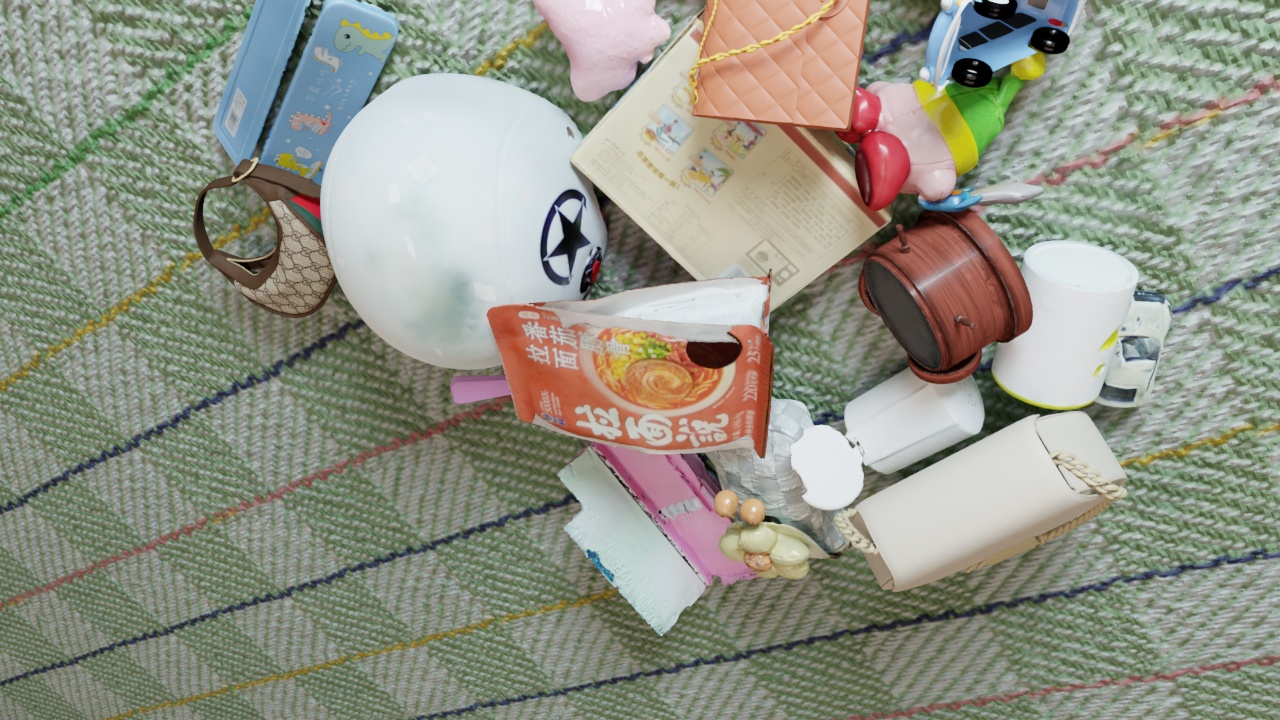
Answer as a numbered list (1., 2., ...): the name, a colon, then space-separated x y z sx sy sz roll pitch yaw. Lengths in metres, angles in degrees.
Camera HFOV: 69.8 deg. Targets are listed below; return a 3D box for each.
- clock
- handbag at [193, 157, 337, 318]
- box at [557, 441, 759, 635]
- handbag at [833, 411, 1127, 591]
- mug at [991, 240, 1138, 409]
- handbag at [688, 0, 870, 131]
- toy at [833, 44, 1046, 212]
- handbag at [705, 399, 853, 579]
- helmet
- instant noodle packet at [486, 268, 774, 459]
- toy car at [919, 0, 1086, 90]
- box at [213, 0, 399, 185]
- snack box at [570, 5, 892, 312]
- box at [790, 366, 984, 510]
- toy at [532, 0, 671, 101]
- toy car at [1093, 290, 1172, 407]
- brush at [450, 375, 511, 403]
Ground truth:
1. clock: 0.226 -0.047 0.702 0.072 0.158 0.120 -31 74 -2
2. handbag: -0.341 -0.115 0.848 0.138 0.063 0.167 27 140 -20
3. box: 0.018 0.165 0.956 0.159 0.066 0.230 -34 111 9
4. handbag: 0.280 0.113 0.759 0.211 0.208 0.103 -33 66 21
5. mug: 0.325 -0.028 0.708 0.082 0.082 0.106 8 126 12
6. handbag: 0.095 -0.244 0.599 0.109 0.060 0.172 10 102 14
7. toy: 0.212 -0.162 0.639 0.131 0.124 0.097 -11 151 -9
8. handbag: 0.118 0.123 0.857 0.113 0.123 0.171 0 125 36
9. helmet: -0.158 -0.091 0.765 0.237 0.163 0.264 11 128 11
10. instant noodle packet: -0.004 0.004 0.753 0.221 0.083 0.165 2 144 5
11. toy car: 0.228 -0.217 0.575 0.055 0.153 0.056 43 146 32
12. box: -0.293 -0.234 0.776 0.120 0.049 0.210 37 128 -9
13. snack box: 0.071 -0.146 0.720 0.207 0.055 0.154 41 126 -13
14. box: 0.208 0.060 0.776 0.137 0.143 0.083 -36 86 36
15. toy: -0.027 -0.247 0.679 0.093 0.050 0.102 -13 129 25
16. toy car: 0.391 -0.006 0.735 0.048 0.033 0.106 5 125 16
17. brush: -0.057 0.027 0.838 0.228 0.043 0.089 -5 137 -6
